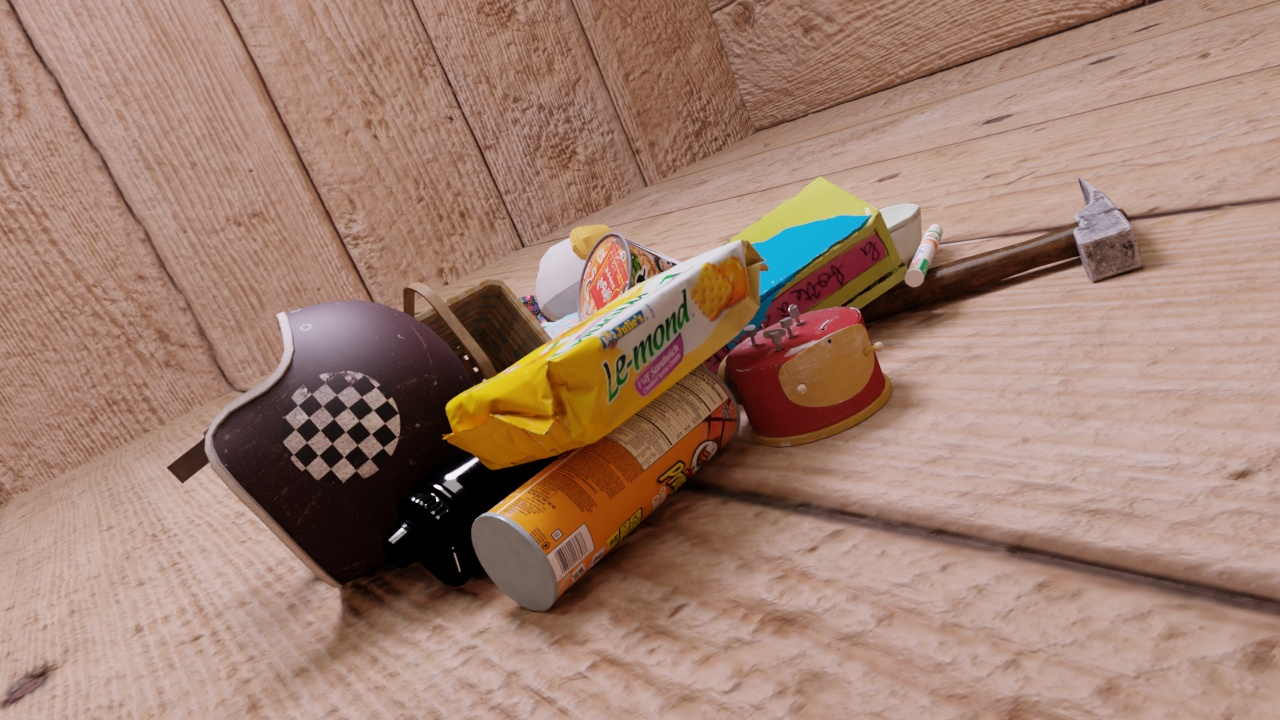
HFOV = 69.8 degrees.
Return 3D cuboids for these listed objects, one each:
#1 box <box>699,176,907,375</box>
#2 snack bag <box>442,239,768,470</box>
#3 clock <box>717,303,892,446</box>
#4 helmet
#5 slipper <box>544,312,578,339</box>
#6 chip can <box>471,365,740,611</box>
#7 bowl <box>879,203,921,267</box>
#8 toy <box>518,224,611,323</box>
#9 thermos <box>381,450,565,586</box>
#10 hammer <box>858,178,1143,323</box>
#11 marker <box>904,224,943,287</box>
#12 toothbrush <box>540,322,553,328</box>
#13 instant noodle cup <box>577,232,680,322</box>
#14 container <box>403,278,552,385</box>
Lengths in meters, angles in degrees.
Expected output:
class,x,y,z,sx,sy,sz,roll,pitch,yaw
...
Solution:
class,x,y,z,sx,sy,sz,roll,pitch,yaw
box,0.120,-0.066,0.860,0.221,0.082,0.124,-37,32,0
snack bag,-0.024,0.000,0.679,0.246,0.068,0.160,-36,11,-38
clock,0.120,0.001,0.732,0.117,0.081,0.159,-27,15,-15
helmet,-0.264,0.071,0.788,0.253,0.234,0.234,-42,-8,-16
slipper,-0.092,-0.018,1.151,0.104,0.074,0.245,-27,13,-10
chip can,-0.017,0.083,0.662,0.075,0.075,0.214,-8,21,46
bowl,0.255,-0.121,1.001,0.117,0.061,0.117,-22,14,5
toy,-0.098,-0.101,1.358,0.246,0.141,0.268,-31,-1,-33
thermos,-0.105,0.100,0.720,0.086,0.086,0.198,-7,22,48
hammer,0.295,-0.088,0.873,0.301,0.037,0.217,-18,15,23
marker,0.266,-0.100,0.855,0.017,0.017,0.145,-15,17,31
toothbrush,-0.059,-0.045,1.253,0.181,0.016,0.016,-1,24,27
instant noodle cup,0.009,-0.074,1.058,0.121,0.123,0.124,10,-3,-29
container,-0.206,0.012,0.975,0.249,0.157,0.187,-33,-14,-32
